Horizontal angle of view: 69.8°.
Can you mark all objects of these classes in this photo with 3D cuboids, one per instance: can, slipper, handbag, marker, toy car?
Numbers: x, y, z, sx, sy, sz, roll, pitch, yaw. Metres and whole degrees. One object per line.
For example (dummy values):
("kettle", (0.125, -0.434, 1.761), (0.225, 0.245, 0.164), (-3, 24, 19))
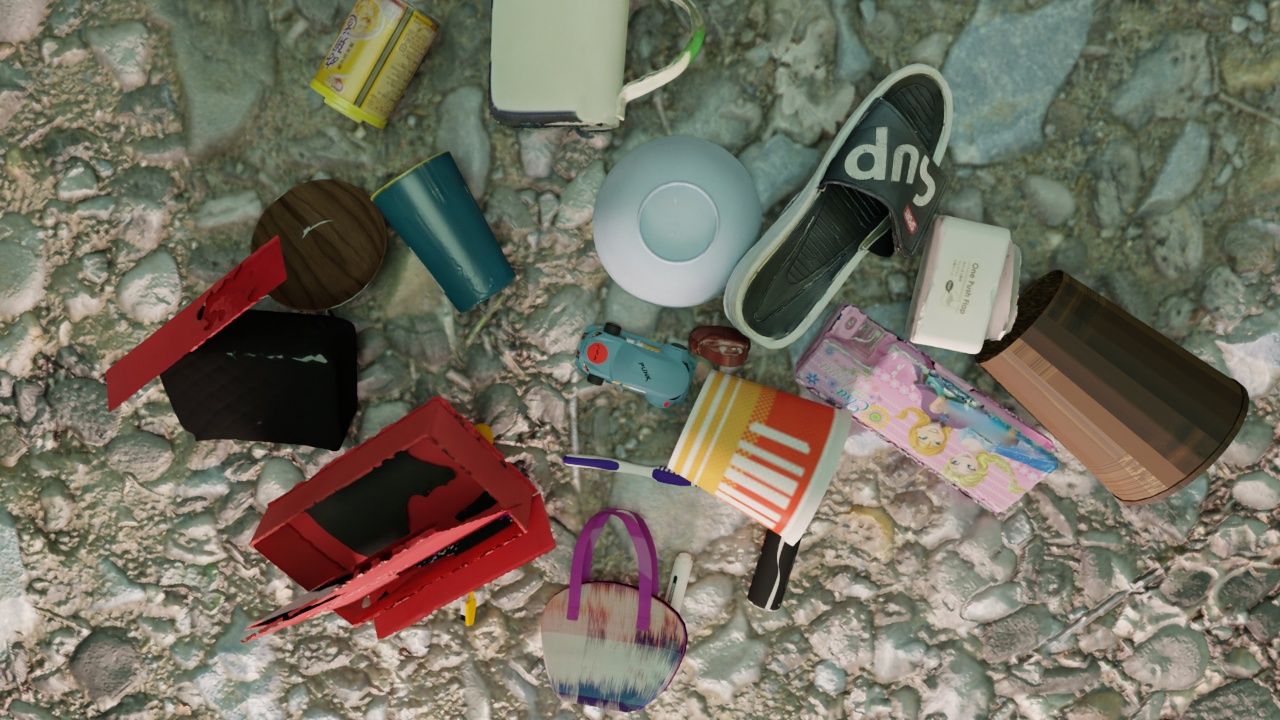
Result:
("can", (0.123, 0.185, 0.837), (0.031, 0.031, 0.080), (15, 99, -1))
("slipper", (0.177, -0.117, 0.753), (0.111, 0.063, 0.264), (38, 96, -33))
("handbag", (0.069, -0.008, 0.764), (0.055, 0.119, 0.029), (5, 98, 1))
("marker", (0.028, 0.242, 0.855), (0.020, 0.017, 0.133), (18, 100, 27))
("handbag", (-0.030, -0.260, 0.743), (0.176, 0.074, 0.151), (5, 97, 20))
("toy car", (-0.005, 0.005, 0.815), (0.108, 0.027, 0.060), (19, 99, -1))
("can", (-0.221, -0.252, 0.762), (0.067, 0.067, 0.105), (32, 98, -3))
("handbag", (-0.026, 0.220, 0.832), (0.145, 0.068, 0.170), (3, 90, 19))
("handbag", (-0.325, 0.010, 0.810), (0.153, 0.114, 0.125), (3, 122, -2))

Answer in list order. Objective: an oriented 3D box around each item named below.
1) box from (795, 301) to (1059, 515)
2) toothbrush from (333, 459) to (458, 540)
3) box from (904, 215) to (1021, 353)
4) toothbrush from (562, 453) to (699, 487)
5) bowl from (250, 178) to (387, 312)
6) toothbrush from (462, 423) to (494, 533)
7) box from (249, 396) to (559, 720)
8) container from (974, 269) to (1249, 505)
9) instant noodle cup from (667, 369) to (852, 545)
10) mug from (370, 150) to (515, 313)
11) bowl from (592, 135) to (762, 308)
("box", (0.249, 0.045, 0.796), (0.230, 0.063, 0.085), (34, 98, -4))
("toothbrush", (-0.226, 0.128, 0.849), (0.135, 0.017, 0.021), (34, 102, -6))
("box", (0.282, -0.057, 0.759), (0.102, 0.102, 0.108), (15, 99, 10))
("toothbrush", (0.022, 0.104, 0.836), (0.186, 0.015, 0.016), (11, 94, 1))
("bowl", (-0.273, -0.095, 0.795), (0.119, 0.032, 0.119), (-1, 77, 4))
("toothbrush", (-0.152, 0.153, 0.843), (0.031, 0.031, 0.197), (13, 104, 31))
("box", (-0.143, 0.255, 0.775), (0.213, 0.127, 0.425), (-30, 87, 18))
("container", (0.379, 0.016, 0.761), (0.167, 0.132, 0.132), (39, 98, 2))
("instant noodle cup", (0.097, 0.074, 0.781), (0.121, 0.123, 0.123), (24, 98, 6))
("mug", (-0.163, -0.106, 0.782), (0.078, 0.078, 0.121), (-30, 101, 6))
("bowl", (0.032, -0.116, 0.772), (0.150, 0.074, 0.150), (0, 98, 1))
